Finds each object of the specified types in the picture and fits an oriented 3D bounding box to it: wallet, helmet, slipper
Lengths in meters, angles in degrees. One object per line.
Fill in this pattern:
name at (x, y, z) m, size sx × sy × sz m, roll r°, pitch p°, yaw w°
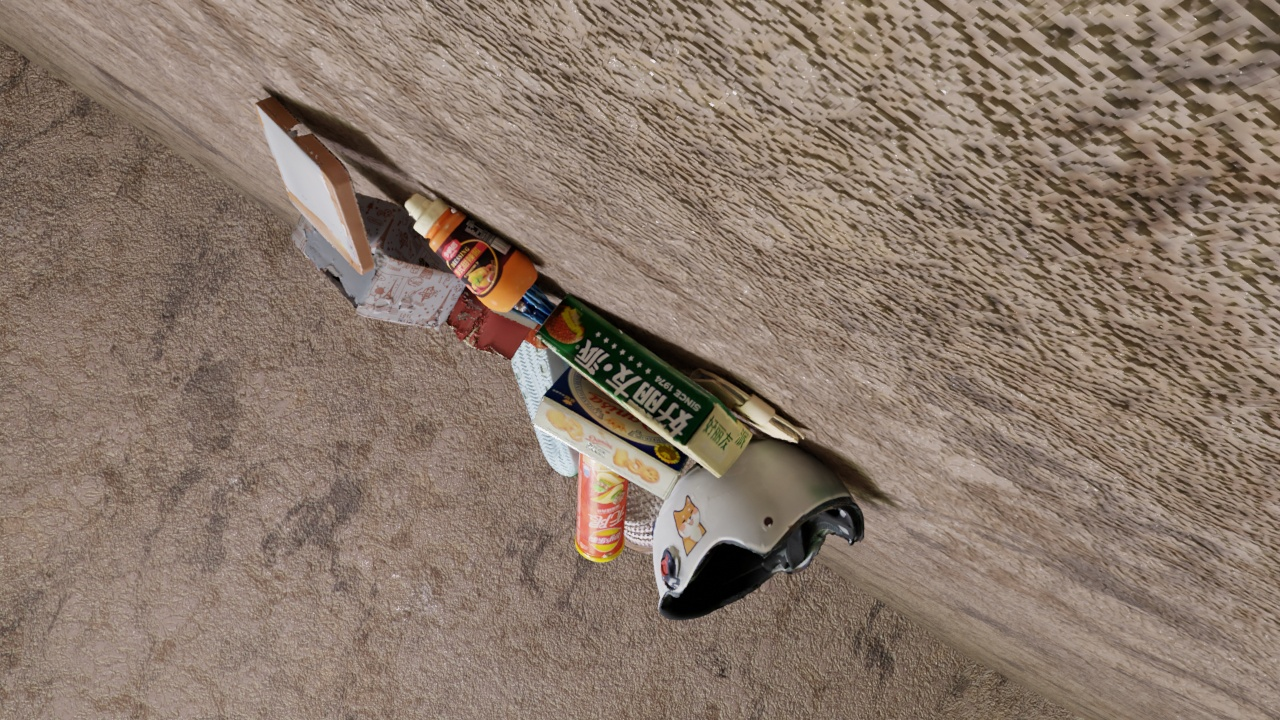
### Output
wallet at (-0.145, -0.084, 1.059) m, size 0.133 × 0.040 × 0.106 m, roll 38°, pitch 176°, yaw 22°
wallet at (0.111, 0.048, 0.948) m, size 0.115 × 0.024 × 0.087 m, roll 35°, pitch 171°, yaw -14°
helmet at (0.116, 0.187, 1.091) m, size 0.229 × 0.275 × 0.156 m, roll 2°, pitch -123°, yaw -41°
slipper at (-0.115, 0.040, 1.284) m, size 0.104 × 0.074 × 0.245 m, roll -22°, pitch 84°, yaw 56°

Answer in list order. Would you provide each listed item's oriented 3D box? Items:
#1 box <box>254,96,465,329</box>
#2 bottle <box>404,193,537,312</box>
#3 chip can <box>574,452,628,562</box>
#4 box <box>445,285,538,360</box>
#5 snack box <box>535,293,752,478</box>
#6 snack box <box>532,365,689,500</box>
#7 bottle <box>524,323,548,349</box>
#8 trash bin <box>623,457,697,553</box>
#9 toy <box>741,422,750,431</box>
box at (-0.316, -0.147, 1.002) m, size 0.179 × 0.126 × 0.273 m, roll 42°, pitch 174°, yaw 31°
bottle at (-0.177, -0.115, 0.934) m, size 0.149 × 0.066 × 0.067 m, roll 41°, pitch 171°, yaw -11°
chip can at (-0.052, 0.179, 1.250) m, size 0.073 × 0.073 × 0.217 m, roll 28°, pitch 135°, yaw 28°
box at (-0.215, -0.069, 1.130) m, size 0.168 × 0.079 × 0.091 m, roll 42°, pitch -169°, yaw 36°
snack box at (0.001, 0.026, 0.991) m, size 0.240 × 0.063 × 0.114 m, roll 36°, pitch 176°, yaw 35°
snack box at (-0.015, 0.066, 1.109) m, size 0.178 × 0.046 × 0.182 m, roll 29°, pitch -152°, yaw 4°
bottle at (-0.193, -0.081, 1.219) m, size 0.206 × 0.059 × 0.060 m, roll 29°, pitch 172°, yaw 26°
trash bin at (0.003, 0.140, 1.367) m, size 0.192 × 0.227 × 0.228 m, roll 51°, pitch 164°, yaw -31°
toy at (0.132, 0.119, 1.217) m, size 0.157 × 0.066 × 0.105 m, roll 68°, pitch 176°, yaw -71°
